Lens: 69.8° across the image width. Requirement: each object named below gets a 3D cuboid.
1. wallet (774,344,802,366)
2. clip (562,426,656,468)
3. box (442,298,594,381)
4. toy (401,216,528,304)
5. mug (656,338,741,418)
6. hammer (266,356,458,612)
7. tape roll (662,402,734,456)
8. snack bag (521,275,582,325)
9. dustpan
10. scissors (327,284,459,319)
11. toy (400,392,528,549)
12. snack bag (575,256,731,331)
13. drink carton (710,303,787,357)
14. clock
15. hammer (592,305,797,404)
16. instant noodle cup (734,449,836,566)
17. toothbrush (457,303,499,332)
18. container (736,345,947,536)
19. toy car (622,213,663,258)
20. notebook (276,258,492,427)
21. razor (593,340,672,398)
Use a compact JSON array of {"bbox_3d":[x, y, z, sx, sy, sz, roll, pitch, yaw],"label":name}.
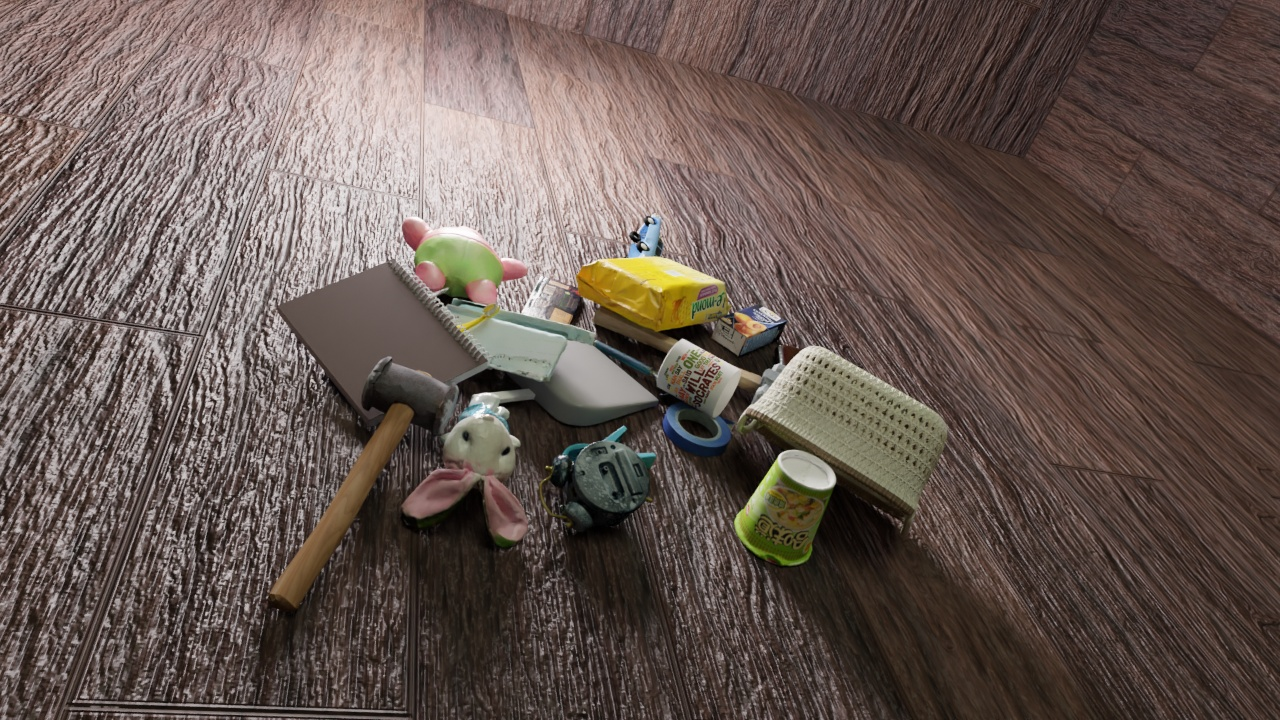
[{"bbox_3d":[0.271,0.022,1.444,0.120,0.031,0.099,17,33,-8],"label":"wallet"},{"bbox_3d":[-0.034,0.126,1.093,0.126,0.028,0.113,-6,37,-39],"label":"clip"},{"bbox_3d":[-0.171,-0.029,1.191,0.198,0.075,0.125,14,50,26],"label":"box"},{"bbox_3d":[-0.260,-0.152,1.342,0.192,0.097,0.236,20,21,-15],"label":"toy"},{"bbox_3d":[0.083,0.025,1.253,0.089,0.073,0.105,29,4,17],"label":"mug"},{"bbox_3d":[-0.276,0.115,0.916,0.098,0.052,0.327,22,38,-5],"label":"hammer"},{"bbox_3d":[0.075,0.091,1.222,0.091,0.016,0.092,25,30,7],"label":"tape roll"},{"bbox_3d":[-0.132,-0.083,1.377,0.074,0.018,0.154,19,30,-2],"label":"snack bag"},{"bbox_3d":[-0.114,0.030,1.196,0.163,0.033,0.257,39,26,30],"label":"dustpan"},{"bbox_3d":[-0.338,-0.048,1.165,0.202,0.015,0.203,7,38,13],"label":"scissors"},{"bbox_3d":[-0.165,0.092,0.988,0.131,0.106,0.205,18,31,-10],"label":"toy"},{"bbox_3d":[0.026,-0.110,1.423,0.160,0.068,0.246,28,21,27],"label":"snack bag"},{"bbox_3d":[0.179,-0.050,1.493,0.064,0.040,0.129,37,33,25],"label":"drink carton"},{"bbox_3d":[-0.050,0.140,1.011,0.129,0.052,0.090,-7,61,-30],"label":"clock"},{"bbox_3d":[0.079,-0.006,1.356,0.323,0.051,0.117,25,27,12],"label":"hammer"},{"bbox_3d":[0.174,0.167,1.069,0.099,0.108,0.098,15,29,-9],"label":"instant noodle cup"},{"bbox_3d":[-0.236,-0.032,1.158,0.135,0.016,0.021,-35,62,-10],"label":"toothbrush"},{"bbox_3d":[0.261,0.094,1.157,0.246,0.142,0.184,32,-5,17],"label":"container"},{"bbox_3d":[0.009,-0.196,1.595,0.055,0.056,0.153,35,37,-17],"label":"toy car"},{"bbox_3d":[-0.309,-0.030,1.114,0.171,0.022,0.209,-29,61,-32],"label":"notebook"},{"bbox_3d":[-0.008,0.008,1.303,0.144,0.022,0.042,31,31,19],"label":"razor"}]
